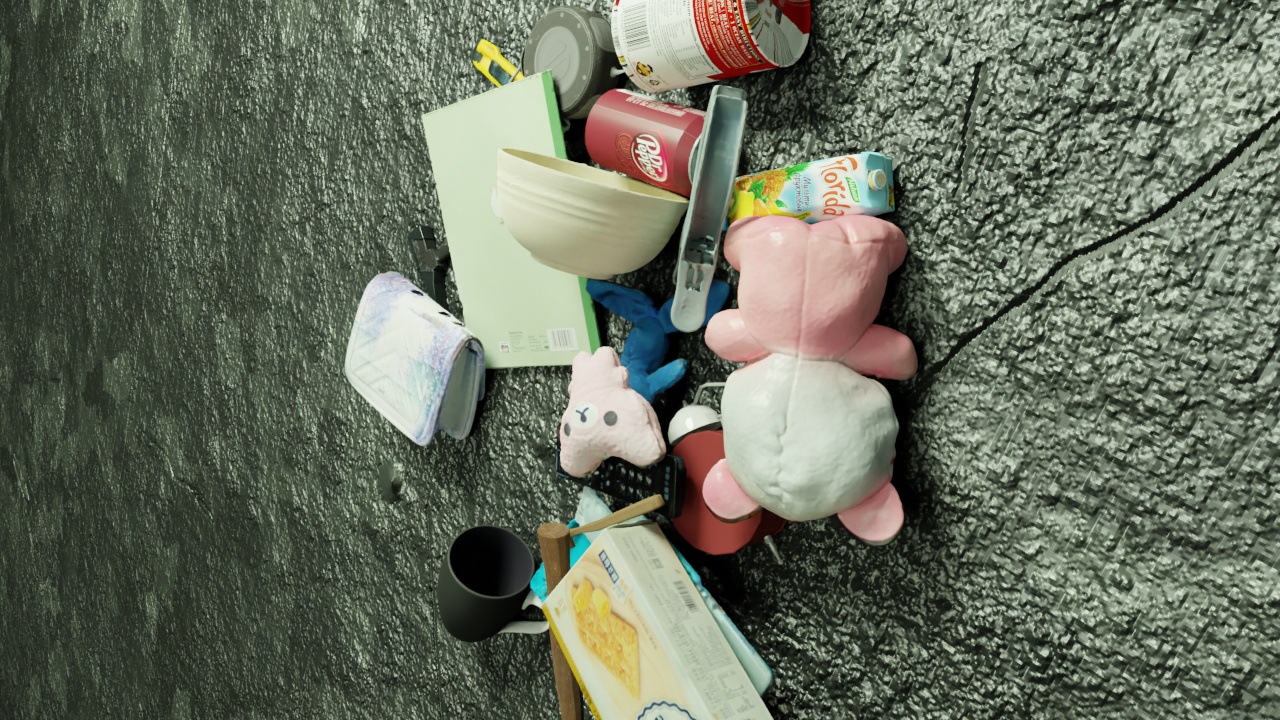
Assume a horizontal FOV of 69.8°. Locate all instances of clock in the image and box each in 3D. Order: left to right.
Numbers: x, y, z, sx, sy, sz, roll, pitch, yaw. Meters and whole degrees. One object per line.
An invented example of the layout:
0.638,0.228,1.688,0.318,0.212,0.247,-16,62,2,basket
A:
-0.059,-0.250,0.784,0.123,0.043,0.091,-27,79,41,clock
0.066,0.085,0.693,0.096,0.048,0.137,-2,91,42,clock

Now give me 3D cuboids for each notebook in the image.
-0.119,-0.116,0.838,0.182,0.010,0.252,-2,102,43,notebook

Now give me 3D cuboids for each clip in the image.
0.044,-0.097,0.623,0.028,0.107,0.164,10,125,0,clip

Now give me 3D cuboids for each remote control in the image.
-0.016,0.084,0.726,0.150,0.022,0.047,12,102,48,remote control

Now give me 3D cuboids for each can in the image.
0.013,-0.169,0.713,0.114,0.063,0.063,28,110,37,can
0.050,-0.245,0.660,0.117,0.086,0.086,2,94,41,can

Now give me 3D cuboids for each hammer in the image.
-0.114,-0.148,0.861,0.326,0.015,0.095,-28,75,39,hammer
-0.058,0.290,0.785,0.115,0.033,0.323,14,115,46,hammer

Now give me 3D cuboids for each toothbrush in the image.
-0.030,0.130,0.722,0.167,0.016,0.016,-33,77,51,toothbrush

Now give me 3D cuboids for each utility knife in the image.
-0.112,-0.255,0.853,0.163,0.017,0.031,44,128,27,utility knife

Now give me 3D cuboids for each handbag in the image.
-0.223,-0.004,0.929,0.158,0.069,0.127,34,115,34,handbag

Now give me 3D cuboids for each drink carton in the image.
0.115,-0.116,0.642,0.129,0.038,0.044,-2,91,43,drink carton

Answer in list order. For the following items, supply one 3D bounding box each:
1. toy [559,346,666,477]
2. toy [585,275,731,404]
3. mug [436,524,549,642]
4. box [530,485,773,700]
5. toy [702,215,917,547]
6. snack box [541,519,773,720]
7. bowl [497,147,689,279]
-0.028,0.037,0.688,0.099,0.052,0.096,-13,86,39,toy
-0.004,0.004,0.740,0.113,0.070,0.176,23,108,27,toy
-0.138,0.227,0.872,0.119,0.084,0.100,28,128,5,mug
0.009,0.211,0.749,0.227,0.056,0.186,48,129,29,box
0.108,0.010,0.606,0.142,0.084,0.213,5,92,17,toy
0.015,0.229,0.649,0.104,0.057,0.207,-52,56,31,snack box
-0.044,-0.108,0.708,0.151,0.150,0.075,28,109,37,bowl
